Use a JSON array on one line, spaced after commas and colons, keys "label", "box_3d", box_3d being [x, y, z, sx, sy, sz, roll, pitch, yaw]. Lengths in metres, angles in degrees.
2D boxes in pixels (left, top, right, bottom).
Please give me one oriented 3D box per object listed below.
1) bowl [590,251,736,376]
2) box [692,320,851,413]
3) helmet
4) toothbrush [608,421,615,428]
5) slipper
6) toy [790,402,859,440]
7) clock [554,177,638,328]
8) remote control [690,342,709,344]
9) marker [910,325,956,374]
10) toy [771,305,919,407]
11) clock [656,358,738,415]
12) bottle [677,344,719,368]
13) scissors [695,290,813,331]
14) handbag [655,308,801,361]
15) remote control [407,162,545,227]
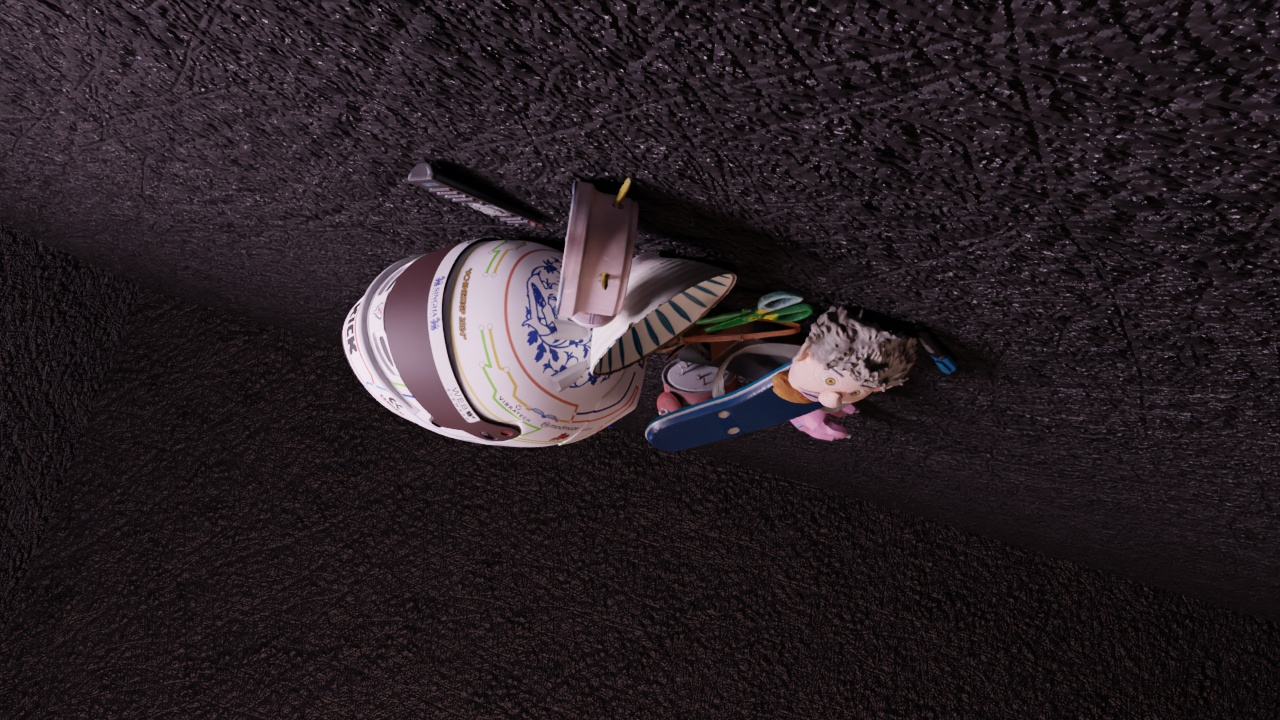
[{"label": "bowl", "box_3d": [0.006, -0.062, 0.937, 0.071, 0.177, 0.177, 56, 177, 11]}, {"label": "box", "box_3d": [0.174, -0.006, 1.172, 0.217, 0.094, 0.121, 22, 142, -29]}, {"label": "helmet", "box_3d": [-0.144, -0.022, 1.035, 0.237, 0.230, 0.314, -19, 152, 42]}, {"label": "toothbrush", "box_3d": [-0.007, 0.007, 1.141, 0.016, 0.186, 0.011, 15, 145, 10]}, {"label": "slipper", "box_3d": [0.141, 0.034, 1.095, 0.295, 0.060, 0.118, -22, 143, 15]}, {"label": "toy", "box_3d": [0.246, 0.069, 1.390, 0.157, 0.067, 0.123, 22, 172, -4]}, {"label": "clock", "box_3d": [-0.040, -0.090, 0.815, 0.059, 0.116, 0.158, 9, 169, -5]}, {"label": "remote control", "box_3d": [0.088, -0.027, 1.270, 0.125, 0.010, 0.039, 11, 169, 32]}, {"label": "marker", "box_3d": [0.308, -0.011, 0.963, 0.018, 0.015, 0.123, 14, 169, 38]}, {"label": "toy", "box_3d": [0.205, 0.010, 0.961, 0.132, 0.076, 0.176, 25, 145, -19]}, {"label": "clock", "box_3d": [0.080, 0.042, 1.317, 0.110, 0.156, 0.062, 6, 124, 21]}, {"label": "bottle", "box_3d": [0.113, -0.005, 1.293, 0.123, 0.033, 0.033, 11, 169, 31]}, {"label": "scissors", "box_3d": [0.113, -0.051, 0.960, 0.132, 0.013, 0.078, -8, 159, 17]}, {"label": "handbag", "box_3d": [0.098, -0.031, 1.040, 0.196, 0.043, 0.093, 2, -158, 40]}, {"label": "remote control", "box_3d": [-0.158, -0.160, 0.906, 0.045, 0.021, 0.140, 9, 173, 45]}]
